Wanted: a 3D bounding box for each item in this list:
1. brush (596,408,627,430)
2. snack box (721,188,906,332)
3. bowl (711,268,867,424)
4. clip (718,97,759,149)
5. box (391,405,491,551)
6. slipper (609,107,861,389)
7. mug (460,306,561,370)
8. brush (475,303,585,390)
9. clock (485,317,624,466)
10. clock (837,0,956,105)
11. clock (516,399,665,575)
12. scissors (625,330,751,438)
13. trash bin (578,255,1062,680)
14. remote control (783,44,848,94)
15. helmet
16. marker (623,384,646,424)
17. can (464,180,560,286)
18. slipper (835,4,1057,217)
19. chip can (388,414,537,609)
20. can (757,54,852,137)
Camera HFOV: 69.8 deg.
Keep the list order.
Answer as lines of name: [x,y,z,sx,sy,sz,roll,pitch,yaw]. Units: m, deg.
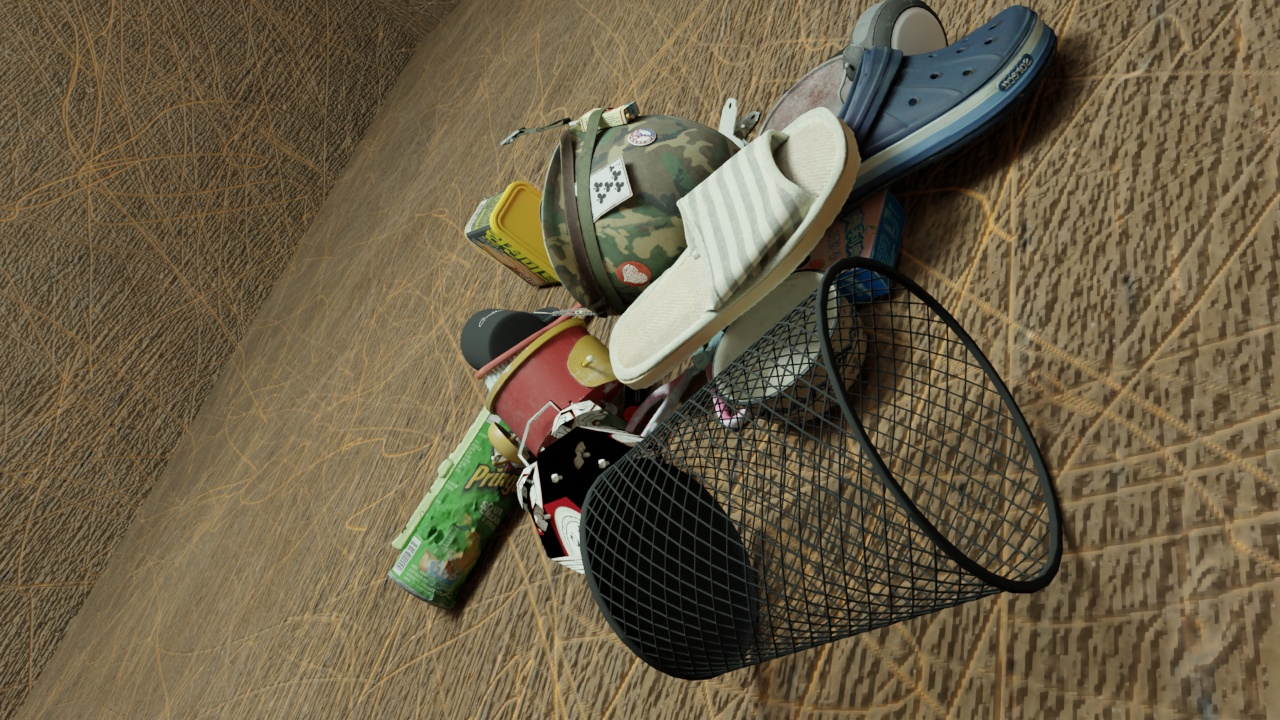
brush: [0.002,0.090,0.782,0.033,0.012,0.218,-53,30,1]
snack box: [0.135,-0.073,0.737,0.155,0.033,0.087,-19,38,45]
bowl: [0.115,-0.003,0.668,0.116,0.059,0.115,-36,33,28]
clip: [0.106,-0.255,1.005,0.101,0.040,0.054,42,113,60]
box: [-0.193,0.123,0.985,0.187,0.048,0.141,-58,1,-11]
slipper: [0.056,-0.080,0.706,0.273,0.054,0.114,-48,42,29]
mug: [-0.143,-0.029,1.070,0.113,0.078,0.088,-35,22,-24]
brush: [-0.104,-0.021,1.008,0.172,0.030,0.041,-36,0,-18]
clock: [-0.076,0.044,0.823,0.159,0.081,0.116,-49,-12,23]
clock: [0.215,-0.250,0.760,0.122,0.091,0.044,-56,28,-17]
clock: [-0.048,0.096,0.719,0.154,0.065,0.115,42,111,29]
scissors: [0.041,0.019,0.792,0.168,0.014,0.170,-37,33,15]
trash bin: [0.085,0.078,0.515,0.211,0.184,0.183,-38,32,36]
remote control: [0.205,-0.295,0.907,0.150,0.013,0.034,-30,36,33]
helmet: [-0.015,-0.136,0.853,0.223,0.193,0.237,-24,20,-38]
marker: [-0.005,0.005,0.876,0.144,0.021,0.024,-90,23,-48]
can: [-0.138,-0.151,1.131,0.101,0.130,0.072,-2,57,58]
slipper: [0.187,-0.188,0.698,0.253,0.095,0.105,-33,12,21]
chip can: [-0.160,0.134,0.905,0.223,0.075,0.075,-59,29,-9]
can: [0.169,-0.215,0.839,0.130,0.044,0.129,-36,33,28]
